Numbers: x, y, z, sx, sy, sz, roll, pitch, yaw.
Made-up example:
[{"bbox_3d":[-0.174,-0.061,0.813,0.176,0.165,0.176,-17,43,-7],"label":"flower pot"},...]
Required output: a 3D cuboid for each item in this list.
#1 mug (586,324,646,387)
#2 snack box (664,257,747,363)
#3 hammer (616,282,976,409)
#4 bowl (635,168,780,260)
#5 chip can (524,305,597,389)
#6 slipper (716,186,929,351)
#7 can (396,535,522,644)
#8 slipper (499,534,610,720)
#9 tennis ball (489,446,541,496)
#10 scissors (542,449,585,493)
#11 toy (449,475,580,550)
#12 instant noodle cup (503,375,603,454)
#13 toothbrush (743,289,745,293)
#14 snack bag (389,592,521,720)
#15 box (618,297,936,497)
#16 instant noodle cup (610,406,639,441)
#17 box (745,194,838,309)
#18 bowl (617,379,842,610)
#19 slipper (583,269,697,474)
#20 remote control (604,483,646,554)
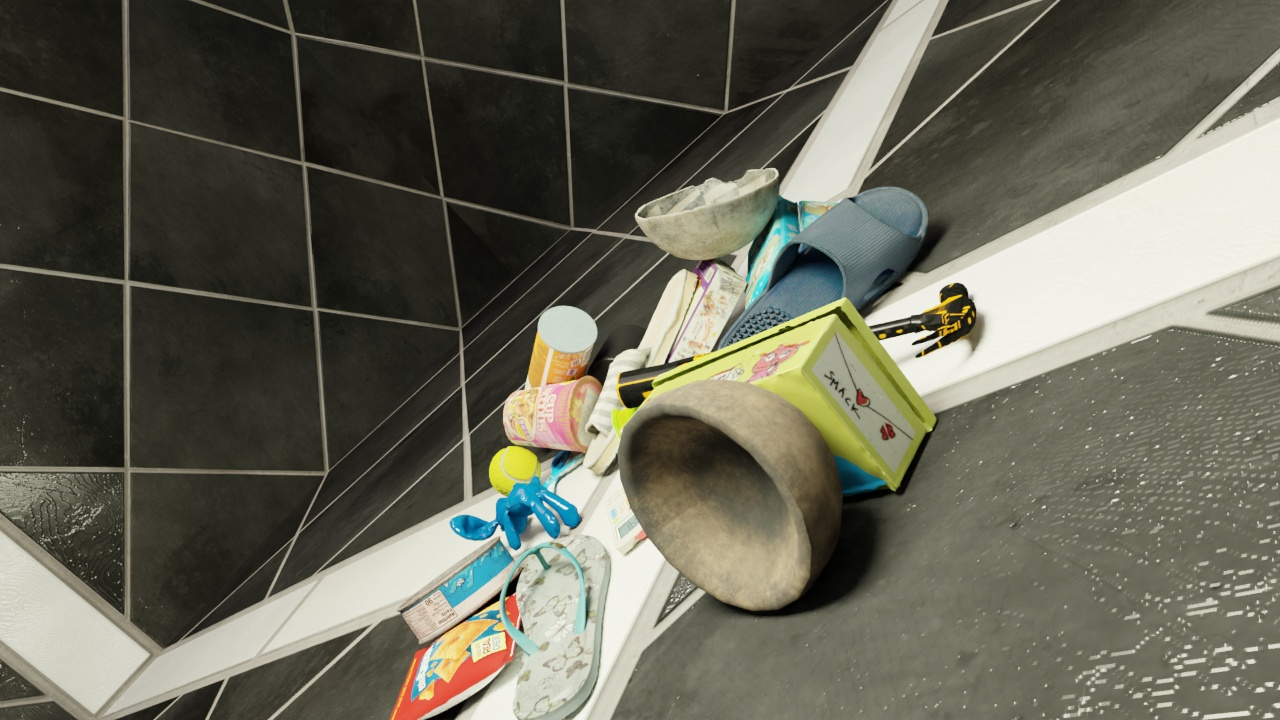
[{"bbox_3d":[-0.027,0.021,1.224,0.114,0.078,0.087,-65,-2,37],"label":"mug"},{"bbox_3d":[0.068,-0.052,1.128,0.148,0.040,0.143,-62,10,12],"label":"snack box"},{"bbox_3d":[0.120,-0.004,0.784,0.321,0.036,0.123,-14,16,25],"label":"hammer"},{"bbox_3d":[0.088,-0.166,1.099,0.178,0.081,0.178,-17,16,5],"label":"bowl"},{"bbox_3d":[-0.114,0.025,1.224,0.075,0.075,0.216,-54,-10,-39],"label":"chip can"},{"bbox_3d":[0.169,-0.081,0.898,0.263,0.101,0.082,-46,-30,1],"label":"slipper"},{"bbox_3d":[-0.191,0.242,0.974,0.130,0.044,0.130,-35,-1,-1],"label":"can"},{"bbox_3d":[-0.075,0.210,0.808,0.098,0.055,0.268,-28,18,3],"label":"slipper"},{"bbox_3d":[-0.160,0.142,1.168,0.065,0.065,0.065,-39,15,12],"label":"tennis ball"},{"bbox_3d":[-0.118,0.154,1.177,0.134,0.011,0.139,-40,13,19],"label":"scissors"},{"bbox_3d":[-0.142,0.176,1.044,0.112,0.071,0.177,-20,0,-39],"label":"toy"},{"bbox_3d":[-0.109,0.070,1.150,0.109,0.098,0.097,-3,33,28],"label":"instant noodle cup"},{"bbox_3d":[0.187,-0.128,1.190,0.135,0.017,0.022,-42,14,-1],"label":"toothbrush"},{"bbox_3d":[-0.170,0.284,0.875,0.144,0.039,0.130,-33,14,9],"label":"snack bag"},{"bbox_3d":[0.096,0.049,0.709,0.082,0.124,0.222,-49,14,-34],"label":"box"},{"bbox_3d":[0.042,0.063,0.877,0.108,0.099,0.098,-31,16,10],"label":"instant noodle cup"},{"bbox_3d":[0.186,-0.137,1.064,0.170,0.086,0.226,-28,18,19],"label":"box"},{"bbox_3d":[0.066,0.083,0.625,0.070,0.162,0.163,-34,7,-38],"label":"bowl"},{"bbox_3d":[-0.006,0.006,1.096,0.272,0.054,0.115,-64,6,-16],"label":"slipper"},{"bbox_3d":[-0.013,0.151,0.901,0.038,0.018,0.125,-41,15,3],"label":"remote control"}]
